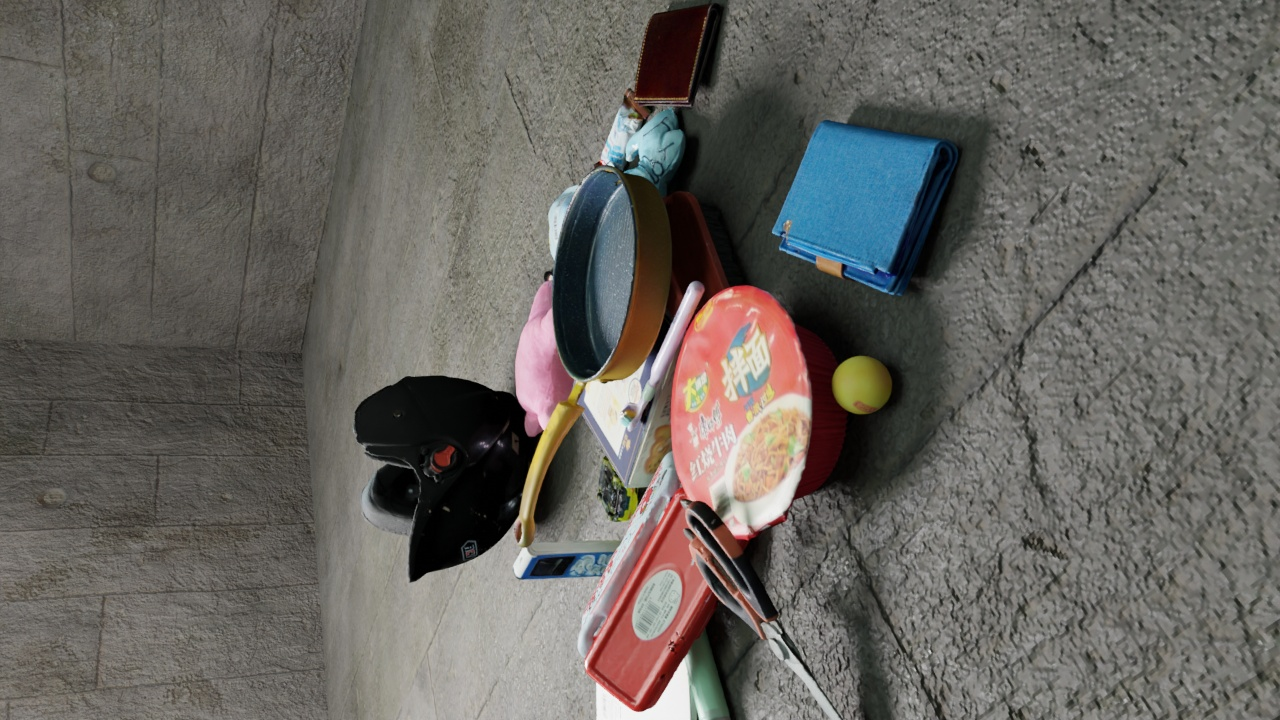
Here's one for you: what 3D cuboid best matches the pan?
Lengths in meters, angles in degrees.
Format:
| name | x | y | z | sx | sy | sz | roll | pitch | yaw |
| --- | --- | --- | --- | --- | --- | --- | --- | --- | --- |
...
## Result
| name | x | y | z | sx | sy | sz | roll | pitch | yaw |
| --- | --- | --- | --- | --- | --- | --- | --- | --- | --- |
| pan | -0.057 | 0.000 | 0.845 | 0.198 | 0.078 | 0.357 | -159 | 75 | -65 |

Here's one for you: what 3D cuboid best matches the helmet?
| name | x | y | z | sx | sy | sz | roll | pitch | yaw |
| --- | --- | --- | --- | --- | --- | --- | --- | --- | --- |
| helmet | -0.254 | 0.148 | 1.199 | 0.234 | 0.230 | 0.274 | 106 | 155 | -54 |

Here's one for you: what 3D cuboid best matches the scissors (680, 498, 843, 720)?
| name | x | y | z | sx | sy | sz | roll | pitch | yaw |
| --- | --- | --- | --- | --- | --- | --- | --- | --- | --- |
| scissors | 0.094 | 0.202 | 0.682 | 0.207 | 0.015 | 0.192 | 67 | 160 | -11 |

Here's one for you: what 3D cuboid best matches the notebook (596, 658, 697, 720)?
| name | x | y | z | sx | sy | sz | roll | pitch | yaw |
| --- | --- | --- | --- | --- | --- | --- | --- | --- | --- |
| notebook | 0.000 | 0.344 | 0.918 | 0.209 | 0.012 | 0.150 | -8 | 81 | 63 |

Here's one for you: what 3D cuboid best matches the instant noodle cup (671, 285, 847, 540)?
| name | x | y | z | sx | sy | sz | roll | pitch | yaw |
| --- | --- | --- | --- | --- | --- | --- | --- | --- | --- |
| instant noodle cup | 0.095 | 0.041 | 0.711 | 0.194 | 0.065 | 0.193 | -17 | 71 | 61 |

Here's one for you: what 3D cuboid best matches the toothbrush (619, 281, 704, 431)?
| name | x | y | z | sx | sy | sz | roll | pitch | yaw |
| --- | --- | --- | --- | --- | --- | --- | --- | --- | --- |
| toothbrush | 0.017 | -0.002 | 0.798 | 0.190 | 0.021 | 0.029 | 116 | 150 | -46 |

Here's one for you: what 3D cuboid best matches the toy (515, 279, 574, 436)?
| name | x | y | z | sx | sy | sz | roll | pitch | yaw |
| --- | --- | --- | --- | --- | --- | --- | --- | --- | --- |
| toy | -0.115 | -0.003 | 1.119 | 0.179 | 0.074 | 0.194 | 169 | 107 | -73 |

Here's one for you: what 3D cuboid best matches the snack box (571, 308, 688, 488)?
| name | x | y | z | sx | sy | sz | roll | pitch | yaw |
| --- | --- | --- | --- | --- | --- | --- | --- | --- | --- |
| snack box | -0.006 | 0.005 | 0.931 | 0.182 | 0.045 | 0.178 | 53 | 133 | 51 |

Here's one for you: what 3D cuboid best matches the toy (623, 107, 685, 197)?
| name | x | y | z | sx | sy | sz | roll | pitch | yaw |
| --- | --- | --- | --- | --- | --- | --- | --- | --- | --- |
| toy | -0.001 | -0.165 | 0.916 | 0.157 | 0.049 | 0.161 | -53 | 34 | 29 |

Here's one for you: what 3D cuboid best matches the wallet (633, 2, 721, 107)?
| name | x | y | z | sx | sy | sz | roll | pitch | yaw |
| --- | --- | --- | --- | --- | --- | --- | --- | --- | --- |
| wallet | 0.033 | -0.301 | 0.911 | 0.122 | 0.020 | 0.096 | 30 | 110 | 60 |

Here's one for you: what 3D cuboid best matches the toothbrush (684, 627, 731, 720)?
| name | x | y | z | sx | sy | sz | roll | pitch | yaw |
| --- | --- | --- | --- | --- | --- | --- | --- | --- | --- |
| toothbrush | 0.041 | 0.222 | 0.839 | 0.027 | 0.026 | 0.224 | 116 | 146 | -49 |

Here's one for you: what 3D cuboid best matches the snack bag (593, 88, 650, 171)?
| name | x | y | z | sx | sy | sz | roll | pitch | yaw |
| --- | --- | --- | --- | --- | --- | --- | --- | --- | --- |
| snack bag | -0.021 | -0.243 | 1.010 | 0.048 | 0.026 | 0.104 | 57 | 139 | 29 |

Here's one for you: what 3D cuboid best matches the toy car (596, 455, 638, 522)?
| name | x | y | z | sx | sy | sz | roll | pitch | yaw |
| --- | --- | --- | --- | --- | --- | --- | --- | --- | --- |
| toy car | -0.023 | 0.135 | 0.967 | 0.105 | 0.032 | 0.048 | -141 | 58 | -71 |

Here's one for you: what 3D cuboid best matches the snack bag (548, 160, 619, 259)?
| name | x | y | z | sx | sy | sz | roll | pitch | yaw |
| --- | --- | --- | --- | --- | --- | --- | --- | --- | --- |
| snack bag | -0.060 | -0.158 | 1.051 | 0.191 | 0.038 | 0.110 | -178 | 94 | -66 |

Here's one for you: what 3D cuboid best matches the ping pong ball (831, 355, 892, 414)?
| name | x | y | z | sx | sy | sz | roll | pitch | yaw |
| --- | --- | --- | --- | --- | --- | --- | --- | --- | --- |
| ping pong ball | 0.152 | 0.017 | 0.629 | 0.040 | 0.040 | 0.040 | -12 | 76 | 62 |

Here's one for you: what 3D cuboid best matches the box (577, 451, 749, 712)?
| name | x | y | z | sx | sy | sz | roll | pitch | yaw |
| --- | --- | --- | --- | --- | --- | --- | --- | --- | --- |
| box | 0.007 | 0.191 | 0.819 | 0.155 | 0.073 | 0.201 | 40 | 107 | 51 |

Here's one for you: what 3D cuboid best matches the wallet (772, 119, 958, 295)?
| name | x | y | z | sx | sy | sz | roll | pitch | yaw |
| --- | --- | --- | --- | --- | --- | --- | --- | --- | --- |
| wallet | 0.154 | -0.110 | 0.644 | 0.133 | 0.040 | 0.106 | 37 | 111 | 59 |

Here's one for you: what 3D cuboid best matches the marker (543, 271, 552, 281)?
| name | x | y | z | sx | sy | sz | roll | pitch | yaw |
| --- | --- | --- | --- | --- | --- | --- | --- | --- | --- |
| marker | -0.101 | -0.097 | 1.162 | 0.124 | 0.015 | 0.018 | -148 | 66 | -62 |

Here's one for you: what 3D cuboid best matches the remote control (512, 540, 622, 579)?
| name | x | y | z | sx | sy | sz | roll | pitch | yaw |
| --- | --- | --- | --- | --- | --- | --- | --- | --- | --- |
| remote control | -0.064 | 0.202 | 0.935 | 0.049 | 0.124 | 0.024 | -61 | 36 | 41 |

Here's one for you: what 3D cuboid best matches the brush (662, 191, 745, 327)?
| name | x | y | z | sx | sy | sz | roll | pitch | yaw |
| --- | --- | --- | --- | --- | --- | --- | --- | --- | --- |
| brush | 0.043 | -0.094 | 0.821 | 0.063 | 0.069 | 0.145 | -53 | 42 | 46 |
